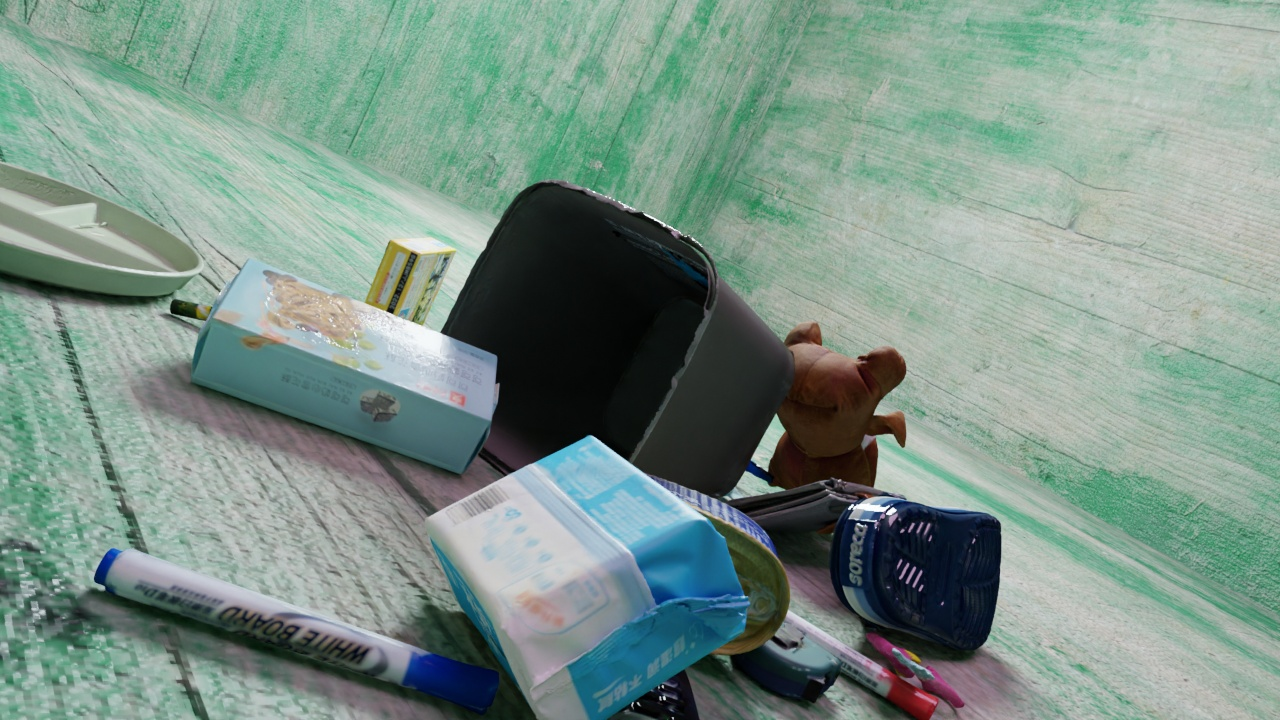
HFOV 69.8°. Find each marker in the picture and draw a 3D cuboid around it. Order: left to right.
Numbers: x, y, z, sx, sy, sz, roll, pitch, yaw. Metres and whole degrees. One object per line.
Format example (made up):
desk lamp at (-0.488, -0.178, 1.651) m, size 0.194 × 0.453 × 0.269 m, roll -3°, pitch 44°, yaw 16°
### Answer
marker at (-0.122, 0.099, 0.334) m, size 0.145 × 0.017 × 0.017 m, roll 23°, pitch 9°, yaw -12°
marker at (0.110, 0.172, 0.556) m, size 0.145 × 0.017 × 0.017 m, roll 28°, pitch 9°, yaw 19°

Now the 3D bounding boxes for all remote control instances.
remote control at (-0.001, 0.148, 0.356) m, size 0.053 × 0.024 × 0.136 m, roll 21°, pitch 10°, yaw -7°

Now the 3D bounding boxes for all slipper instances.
slipper at (0.196, 0.154, 0.680) m, size 0.095 × 0.105 × 0.252 m, roll 5°, pitch -9°, yaw 38°

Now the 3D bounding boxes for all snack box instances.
snack box at (-0.177, 0.004, 0.571) m, size 0.174 × 0.052 × 0.074 m, roll 22°, pitch 28°, yaw -19°
snack box at (-0.217, -0.069, 0.857) m, size 0.034 × 0.087 × 0.140 m, roll 26°, pitch 9°, yaw 0°

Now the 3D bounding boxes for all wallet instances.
wallet at (0.145, 0.126, 0.757) m, size 0.107 × 0.037 × 0.129 m, roll -17°, pitch -21°, yaw 36°

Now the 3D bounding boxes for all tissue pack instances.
tissue pack at (-0.026, 0.087, 0.378) m, size 0.089 × 0.063 × 0.140 m, roll -26°, pitch 22°, yaw -20°

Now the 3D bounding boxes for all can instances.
can at (0.004, 0.102, 0.484) m, size 0.148 × 0.074 × 0.049 m, roll 19°, pitch 7°, yaw 0°

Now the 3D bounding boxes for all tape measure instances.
tape measure at (0.078, 0.161, 0.503) m, size 0.058 × 0.025 × 0.054 m, roll 29°, pitch 8°, yaw 28°

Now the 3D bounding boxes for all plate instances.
plate at (-0.425, -0.098, 0.633) m, size 0.230 × 0.027 × 0.230 m, roll 24°, pitch 8°, yaw -4°

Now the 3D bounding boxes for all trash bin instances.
trash bin at (-0.004, 0.004, 0.706) m, size 0.199 × 0.198 × 0.219 m, roll 31°, pitch 4°, yaw 33°

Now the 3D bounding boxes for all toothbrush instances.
toothbrush at (-0.229, -0.021, 0.640) m, size 0.185 × 0.017 × 0.012 m, roll 12°, pitch -12°, yaw -10°

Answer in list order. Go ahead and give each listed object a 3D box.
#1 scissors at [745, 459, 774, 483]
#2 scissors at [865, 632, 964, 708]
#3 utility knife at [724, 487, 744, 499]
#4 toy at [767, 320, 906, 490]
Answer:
scissors at (0.073, 0.084, 0.908) m, size 0.162 × 0.012 × 0.176 m, roll 33°, pitch -3°, yaw -32°
scissors at (0.169, 0.187, 0.539) m, size 0.077 × 0.017 × 0.137 m, roll 36°, pitch -7°, yaw 15°
utility knife at (0.043, 0.086, 0.830) m, size 0.185 × 0.018 × 0.034 m, roll 38°, pitch 19°, yaw 19°
toy at (0.172, 0.062, 0.837) m, size 0.140 × 0.200 × 0.130 m, roll 24°, pitch 44°, yaw 37°
